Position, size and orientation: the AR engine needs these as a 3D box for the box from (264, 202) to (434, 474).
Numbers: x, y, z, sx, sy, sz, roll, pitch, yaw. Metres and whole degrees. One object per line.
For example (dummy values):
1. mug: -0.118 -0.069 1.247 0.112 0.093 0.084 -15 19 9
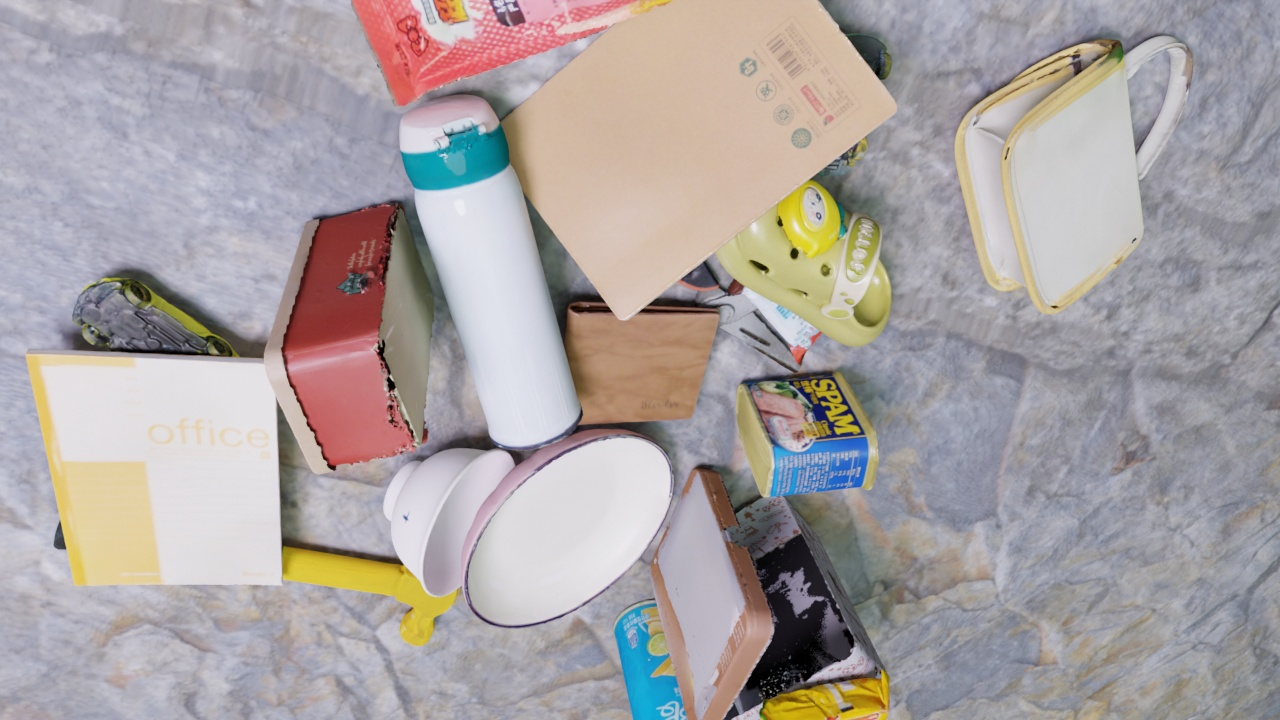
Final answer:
1. box: -0.157 -0.019 0.545 0.078 0.168 0.091 -11 126 -2

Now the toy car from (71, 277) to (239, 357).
1. toy car: -0.310 -0.016 0.594 0.048 0.032 0.105 -37 126 14

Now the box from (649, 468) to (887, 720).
1. box: 0.077 0.193 0.747 0.150 0.181 0.166 -32 129 9

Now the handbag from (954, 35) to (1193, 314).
1. handbag: 0.314 -0.142 0.648 0.178 0.063 0.163 -36 126 -6

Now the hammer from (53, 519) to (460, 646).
1. hammer: -0.288 0.157 0.723 0.300 0.032 0.129 15 119 -23

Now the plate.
1. plate: -0.060 0.127 0.724 0.192 0.039 0.193 -24 136 -26

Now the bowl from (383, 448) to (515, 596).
1. bowl: -0.153 0.110 0.693 0.065 0.118 0.118 22 125 18

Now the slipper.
1. slipper: 0.128 -0.076 0.615 0.082 0.091 0.190 -8 149 45

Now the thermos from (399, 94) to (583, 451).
1. thermos: -0.094 -0.053 0.583 0.073 0.073 0.224 -14 119 -3

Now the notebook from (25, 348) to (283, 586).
1. notebook: -0.325 0.082 0.633 0.145 0.010 0.207 3 124 -15

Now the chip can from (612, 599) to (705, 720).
1. chip can: 0.027 0.311 0.796 0.071 0.210 0.071 -7 126 -9

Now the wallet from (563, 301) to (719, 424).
1. wallet: -0.004 0.004 0.672 0.115 0.020 0.101 -1 126 -17

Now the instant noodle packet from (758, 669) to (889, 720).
1. instant noodle packet: 0.135 0.289 0.693 0.110 0.044 0.129 -9 129 -15

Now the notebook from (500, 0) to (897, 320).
1. notebook: 0.025 -0.142 0.552 0.208 0.008 0.148 -37 90 13

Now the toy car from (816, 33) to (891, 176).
1. toy car: 0.128 -0.165 0.592 0.043 0.036 0.091 3 125 -14

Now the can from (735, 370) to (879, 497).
1. can: 0.125 0.057 0.708 0.083 0.102 0.057 -5 126 -8

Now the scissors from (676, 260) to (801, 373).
1. scissors: 0.041 -0.042 0.673 0.225 0.015 0.189 -19 127 -1

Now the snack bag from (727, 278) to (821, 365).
1. snack bag: 0.103 -0.040 0.665 0.104 0.026 0.048 38 85 -32

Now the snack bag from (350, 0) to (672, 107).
1. snack bag: -0.062 -0.227 0.491 0.208 0.073 0.129 -16 123 5
